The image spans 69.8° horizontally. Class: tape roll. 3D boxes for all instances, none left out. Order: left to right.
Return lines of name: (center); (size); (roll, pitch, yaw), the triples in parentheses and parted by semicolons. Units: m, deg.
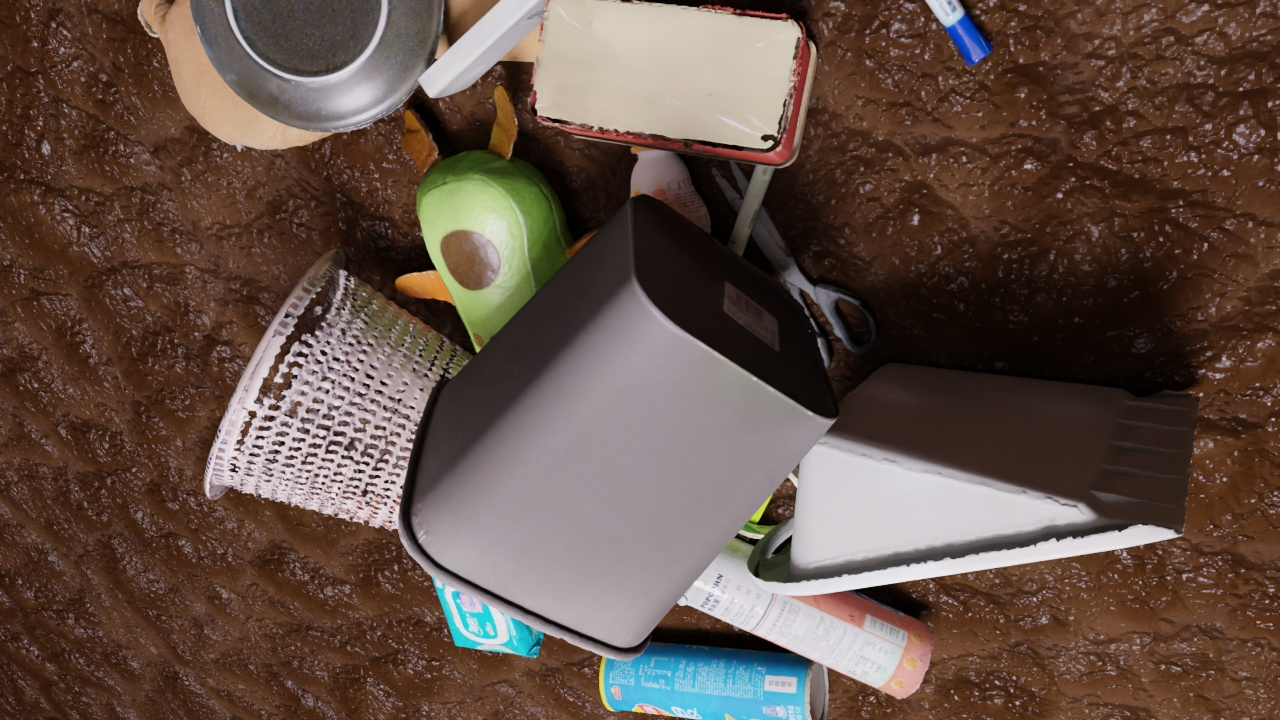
tape roll: (0.094, 0.109, 0.746); (0.086, 0.013, 0.086); (11, 124, 16)

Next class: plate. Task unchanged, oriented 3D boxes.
plate: (-0.225, -0.249, 0.630); (0.179, 0.024, 0.179); (1, 101, 3)

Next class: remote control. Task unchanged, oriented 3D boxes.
remote control: (-0.092, -0.224, 0.617); (0.135, 0.056, 0.019); (-30, 100, 31)

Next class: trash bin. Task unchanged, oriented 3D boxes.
trash bin: (-0.220, 0.049, 0.773); (0.192, 0.226, 0.228); (26, 128, -10)
trash bin: (-0.008, 0.037, 0.594); (0.198, 0.198, 0.220); (32, 118, -22)

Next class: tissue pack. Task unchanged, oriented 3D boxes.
tissue pack: (-0.159, 0.252, 0.957); (0.093, 0.050, 0.133); (0, 120, 23)

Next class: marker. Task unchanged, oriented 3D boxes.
marker: (0.159, -0.236, 0.537); (0.017, 0.016, 0.146); (-32, 103, 35)

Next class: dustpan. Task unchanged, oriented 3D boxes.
dustpan: (0.202, 0.095, 0.604); (0.258, 0.222, 0.143); (12, 112, 30)

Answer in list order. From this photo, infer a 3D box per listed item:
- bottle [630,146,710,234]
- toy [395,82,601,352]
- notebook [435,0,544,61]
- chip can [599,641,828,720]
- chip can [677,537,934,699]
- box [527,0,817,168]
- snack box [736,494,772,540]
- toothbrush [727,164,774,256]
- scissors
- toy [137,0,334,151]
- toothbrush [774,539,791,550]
bottle: (0.018, -0.101, 0.654); (0.063, 0.063, 0.108); (-3, 104, 25)
toy: (-0.108, -0.081, 0.706); (0.227, 0.089, 0.247); (-5, 114, 37)
notebook: (-0.126, -0.312, 0.620); (0.150, 0.012, 0.212); (8, 122, 18)
chip can: (0.069, 0.309, 0.879); (0.211, 0.071, 0.071); (-3, 118, 25)
chip can: (0.133, 0.210, 0.771); (0.215, 0.071, 0.071); (24, 127, -1)
box: (0.019, -0.180, 0.578); (0.168, 0.080, 0.091); (12, 98, 16)
snack box: (0.080, 0.074, 0.756); (0.086, 0.026, 0.157); (24, 126, 8)
toothbrush: (0.066, -0.066, 0.675); (0.029, 0.020, 0.190); (0, 131, -19)
scissors: (0.101, -0.063, 0.671); (0.172, 0.014, 0.147); (25, 125, 9)
toy: (-0.316, -0.236, 0.713); (0.226, 0.082, 0.143); (11, 103, 20)
toothbrush: (0.082, 0.185, 0.834); (0.186, 0.012, 0.017); (-24, 119, 33)
